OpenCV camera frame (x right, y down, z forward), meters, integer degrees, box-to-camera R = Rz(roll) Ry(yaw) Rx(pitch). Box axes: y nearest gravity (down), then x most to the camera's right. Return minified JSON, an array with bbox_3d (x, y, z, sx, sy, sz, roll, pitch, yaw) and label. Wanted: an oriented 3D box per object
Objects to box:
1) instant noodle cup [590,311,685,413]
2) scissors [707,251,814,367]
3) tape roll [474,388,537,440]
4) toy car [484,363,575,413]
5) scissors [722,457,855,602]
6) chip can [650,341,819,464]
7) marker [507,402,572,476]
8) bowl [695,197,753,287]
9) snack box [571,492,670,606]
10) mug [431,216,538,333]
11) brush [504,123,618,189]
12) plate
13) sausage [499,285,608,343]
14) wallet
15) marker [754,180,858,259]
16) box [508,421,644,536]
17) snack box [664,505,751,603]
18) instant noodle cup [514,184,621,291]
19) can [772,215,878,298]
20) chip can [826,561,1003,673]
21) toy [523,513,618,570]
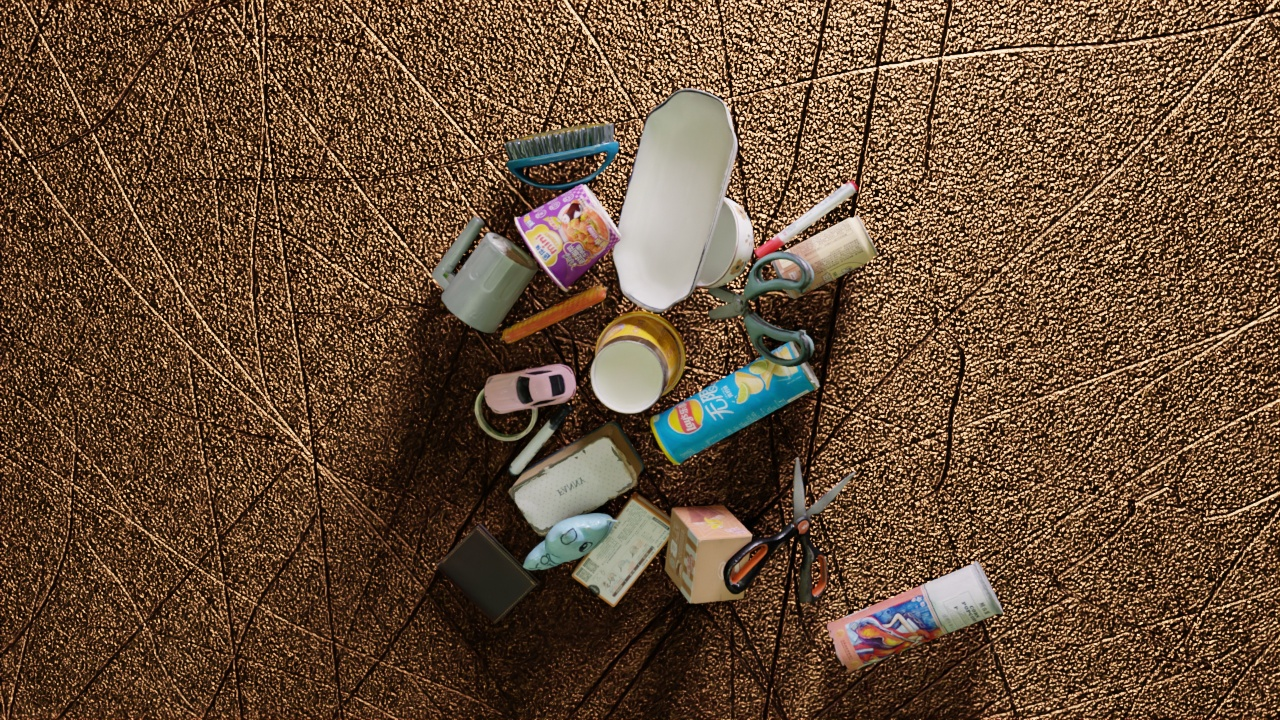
[{"bbox_3d":[-0.007,0.007,1.157,0.118,0.114,0.118,2,105,8],"label":"instant noodle cup"},{"bbox_3d":[0.150,-0.050,1.120,0.177,0.019,0.172,-19,88,46],"label":"scissors"},{"bbox_3d":[-0.183,0.068,1.253,0.086,0.013,0.086,2,104,8],"label":"tape roll"},{"bbox_3d":[-0.147,0.038,1.216,0.122,0.037,0.056,-10,93,-3],"label":"toy car"},{"bbox_3d":[0.202,0.233,1.186,0.233,0.022,0.221,-35,122,-15],"label":"scissors"},{"bbox_3d":[0.119,0.054,1.171,0.210,0.071,0.071,-31,97,15],"label":"chip can"},{"bbox_3d":[-0.139,0.108,1.253,0.131,0.022,0.018,-49,64,16],"label":"marker"},{"bbox_3d":[0.097,-0.143,1.119,0.114,0.062,0.113,-1,89,49],"label":"bowl"},{"bbox_3d":[-0.023,0.262,1.270,0.075,0.026,0.154,36,106,-1],"label":"snack box"},{"bbox_3d":[-0.205,-0.113,1.184,0.124,0.083,0.103,45,107,22],"label":"mug"},{"bbox_3d":[-0.096,-0.250,1.136,0.144,0.055,0.073,-7,101,10],"label":"brush"},{"bbox_3d":[0.045,-0.189,1.106,0.162,0.034,0.266,30,111,44],"label":"plate"},{"bbox_3d":[-0.115,-0.060,1.205,0.165,0.021,0.021,-24,99,14],"label":"sausage"},{"bbox_3d":[-0.220,0.307,1.319,0.122,0.020,0.096,45,101,-3],"label":"wallet"},{"bbox_3d":[0.203,-0.171,1.128,0.145,0.017,0.017,-36,96,16],"label":"marker"},{"bbox_3d":[-0.081,0.157,1.237,0.184,0.062,0.090,-29,99,13],"label":"box"},{"bbox_3d":[0.088,0.252,1.203,0.077,0.094,0.093,0,106,-20],"label":"snack box"},{"bbox_3d":[-0.085,-0.158,1.136,0.099,0.111,0.111,-35,96,8],"label":"instant noodle cup"},{"bbox_3d":[0.223,-0.125,1.114,0.116,0.058,0.058,-27,98,15],"label":"can"},{"bbox_3d":[0.357,0.338,1.205,0.215,0.071,0.071,-27,98,15],"label":"chip can"},{"bbox_3d":[-0.091,0.239,1.212,0.156,0.161,0.049,-31,72,14],"label":"toy"}]
